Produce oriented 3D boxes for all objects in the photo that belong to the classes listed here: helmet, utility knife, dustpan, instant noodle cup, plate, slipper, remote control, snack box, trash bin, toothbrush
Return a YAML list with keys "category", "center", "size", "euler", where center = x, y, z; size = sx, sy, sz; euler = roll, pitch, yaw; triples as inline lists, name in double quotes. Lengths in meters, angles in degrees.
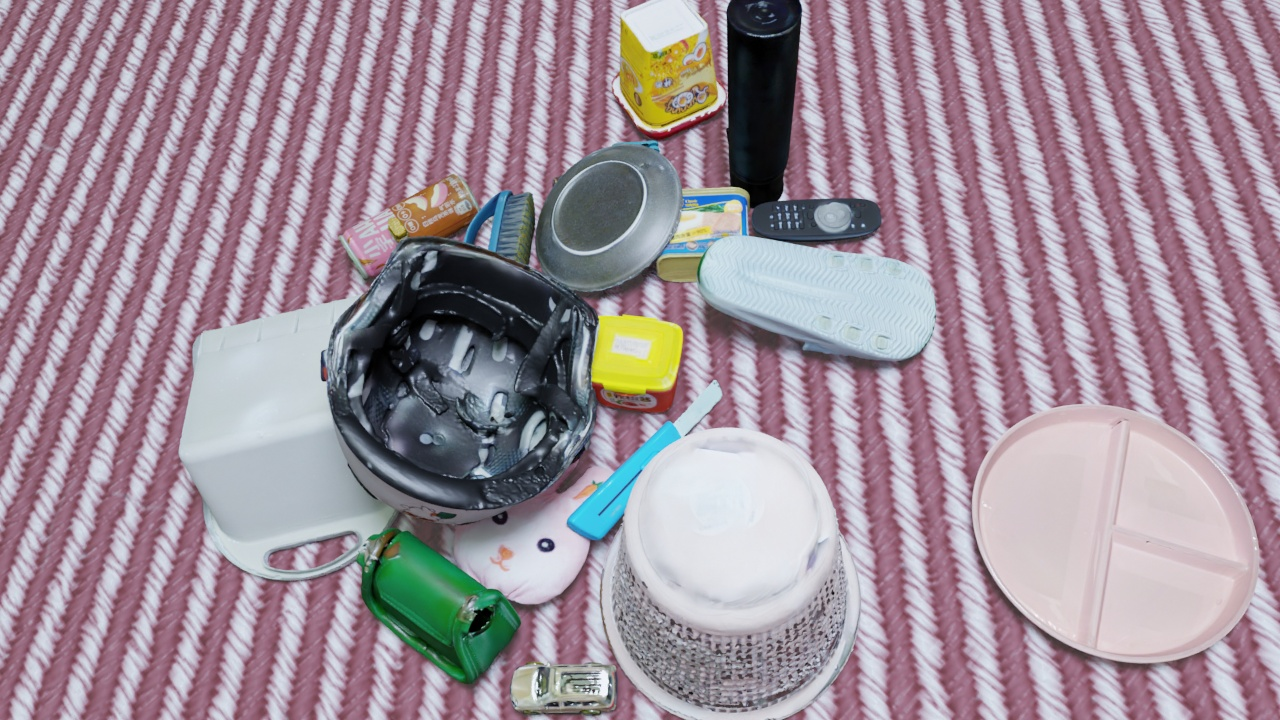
- category: "helmet"
  center: [-0.163, 0.034, 0.805]
  size: [0.230, 0.157, 0.273]
  euler: [19, 52, -14]
- category: "utility knife"
  center: [0.013, 0.087, 0.850]
  size: [0.034, 0.018, 0.215]
  euler: [44, 58, 3]
- category: "dustpan"
  center: [-0.330, 0.074, 0.903]
  size: [0.223, 0.143, 0.257]
  euler: [-13, 36, 0]
- category: "instant noodle cup"
  center: [0.030, -0.338, 1.046]
  size: [0.116, 0.124, 0.116]
  euler: [-26, 62, -9]
- category: "plate"
  center: [-0.041, -0.157, 0.973]
  size: [0.180, 0.024, 0.179]
  euler: [-12, 62, 24]
- category: "slipper"
  center: [0.171, -0.056, 0.899]
  size: [0.245, 0.074, 0.104]
  euler: [13, 70, -7]
- category: "plate"
  center: [0.403, 0.145, 0.792]
  size: [0.229, 0.028, 0.229]
  euler: [-3, 62, 5]
- category: "remote control"
  center: [0.187, -0.148, 0.980]
  size: [0.136, 0.024, 0.053]
  euler: [-1, 59, 4]
- category: "snack box"
  center: [-0.005, 0.005, 0.881]
  size: [0.091, 0.080, 0.081]
  euler: [7, 62, 10]
- category: "trash bin"
  center: [0.070, 0.157, 0.726]
  size: [0.227, 0.192, 0.227]
  euler: [-2, 60, 4]
- category: "toothbrush"
  center: [-0.207, -0.072, 0.949]
  size: [0.015, 0.017, 0.190]
  euler: [-34, 81, -12]

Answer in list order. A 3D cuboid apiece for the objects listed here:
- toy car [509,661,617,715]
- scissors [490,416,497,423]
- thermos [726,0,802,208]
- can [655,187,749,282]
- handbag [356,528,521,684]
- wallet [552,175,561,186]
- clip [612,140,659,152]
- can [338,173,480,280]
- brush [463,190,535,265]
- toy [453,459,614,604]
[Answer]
- category: "toy car"
  center: [-0.065, 0.272, 0.764]
  size: [0.090, 0.035, 0.042]
  euler: [-3, 59, 7]
- category: "scissors"
  center: [-0.234, 0.023, 0.931]
  size: [0.202, 0.015, 0.204]
  euler: [-15, 61, -2]
- category: "thermos"
  center: [0.113, -0.259, 0.924]
  size: [0.068, 0.243, 0.090]
  euler: [-31, 63, -13]
- category: "can"
  center: [0.065, -0.131, 0.965]
  size: [0.102, 0.057, 0.083]
  euler: [-1, 63, 6]
- category: "handbag"
  center: [-0.172, 0.202, 0.766]
  size: [0.131, 0.120, 0.067]
  euler: [28, 61, 21]
- category: "wallet"
  center: [-0.043, -0.166, 1.017]
  size: [0.096, 0.020, 0.122]
  euler: [-16, 62, 3]
- category: "clip"
  center: [-0.005, -0.241, 1.058]
  size: [0.055, 0.013, 0.038]
  euler: [-9, 61, 3]
- category: "can"
  center: [-0.251, -0.147, 1.004]
  size: [0.147, 0.058, 0.058]
  euler: [-32, 63, -12]
- category: "brush"
  center: [-0.153, -0.120, 0.981]
  size: [0.073, 0.055, 0.143]
  euler: [1, 61, 6]
- category: "toy"
  center: [-0.093, 0.143, 0.832]
  size: [0.121, 0.054, 0.159]
  euler: [26, 58, 17]
